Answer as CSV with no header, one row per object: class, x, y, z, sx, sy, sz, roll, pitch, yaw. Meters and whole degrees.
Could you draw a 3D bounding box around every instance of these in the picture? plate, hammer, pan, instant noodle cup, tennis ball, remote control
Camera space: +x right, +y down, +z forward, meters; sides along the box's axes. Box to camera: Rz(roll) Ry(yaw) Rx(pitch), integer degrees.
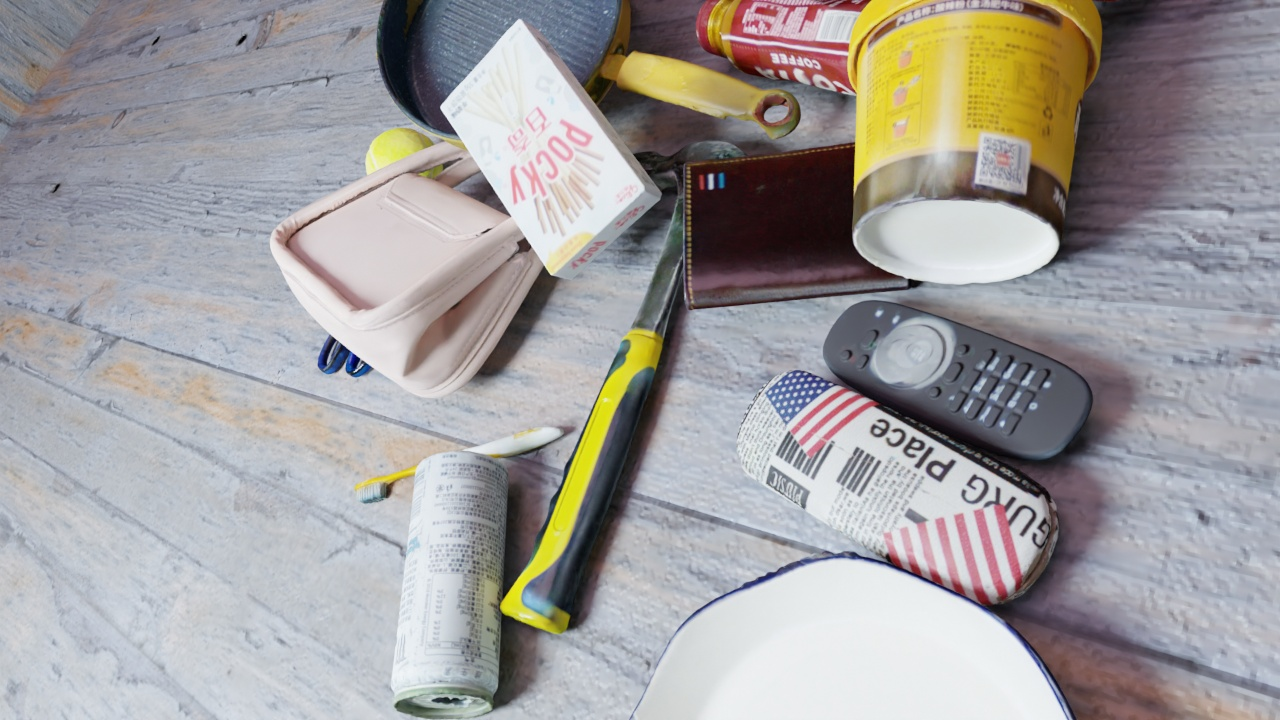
plate,0.079,0.183,0.361,0.205,0.045,0.204,-20,51,27
hammer,-0.003,0.003,0.554,0.126,0.032,0.322,4,65,41
pan,-0.042,-0.218,0.645,0.357,0.078,0.197,29,89,20
instant noodle cup,0.156,-0.107,0.445,0.119,0.118,0.114,-3,68,37
tennis ball,-0.207,-0.171,0.806,0.066,0.065,0.065,-20,52,27
remote control,0.147,0.008,0.436,0.136,0.024,0.053,29,84,47

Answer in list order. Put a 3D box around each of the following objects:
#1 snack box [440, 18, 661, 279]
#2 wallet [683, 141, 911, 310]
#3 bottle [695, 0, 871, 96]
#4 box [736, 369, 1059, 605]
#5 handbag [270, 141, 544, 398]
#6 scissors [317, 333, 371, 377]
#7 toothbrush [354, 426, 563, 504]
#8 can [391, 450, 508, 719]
snack box,-0.062,-0.140,0.605,0.085,0.026,0.156,-41,71,19
wallet,0.085,-0.077,0.515,0.122,0.020,0.096,-4,68,15
bottle,0.105,-0.206,0.585,0.175,0.057,0.057,31,84,46
box,0.112,0.055,0.427,0.068,0.052,0.164,-47,45,-11
handbag,-0.140,-0.098,0.684,0.233,0.093,0.193,-44,47,-17
scissors,-0.215,-0.059,0.778,0.172,0.012,0.133,-49,43,2
toothbrush,-0.128,0.072,0.620,0.192,0.016,0.018,-18,64,30
can,-0.109,0.128,0.538,0.058,0.058,0.146,-22,51,26
